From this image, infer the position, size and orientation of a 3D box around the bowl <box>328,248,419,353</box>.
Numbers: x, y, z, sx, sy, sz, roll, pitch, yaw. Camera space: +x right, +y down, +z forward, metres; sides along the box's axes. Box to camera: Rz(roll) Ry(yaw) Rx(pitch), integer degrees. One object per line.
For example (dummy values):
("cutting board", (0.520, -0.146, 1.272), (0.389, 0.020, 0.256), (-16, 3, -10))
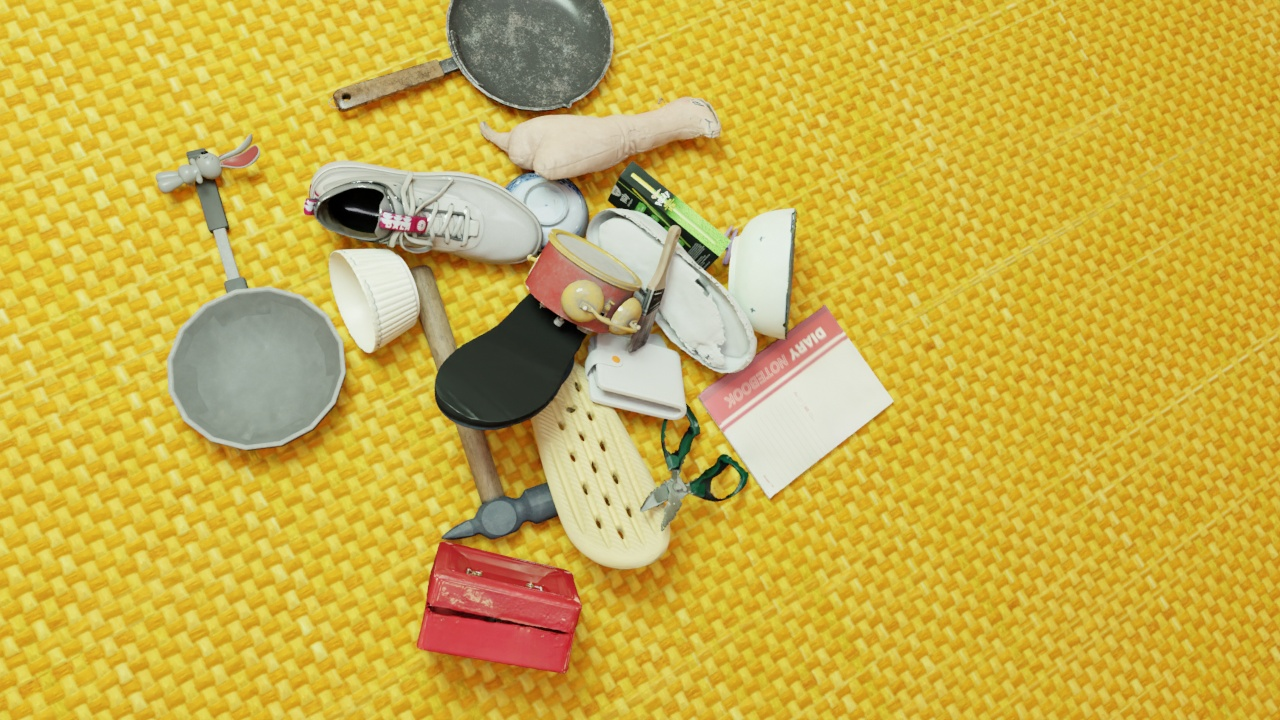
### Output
("bowl", (-0.286, -0.072, 1.000), (0.062, 0.116, 0.115), (-23, 85, -31))

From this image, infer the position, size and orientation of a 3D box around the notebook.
("notebook", (0.192, 0.047, 1.127), (0.208, 0.012, 0.153), (-35, 88, -16))

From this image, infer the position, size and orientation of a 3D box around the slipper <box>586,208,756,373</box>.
("slipper", (0.040, -0.083, 1.076), (0.247, 0.112, 0.074), (45, 43, 9))

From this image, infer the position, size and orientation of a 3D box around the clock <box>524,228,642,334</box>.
("clock", (-0.061, -0.071, 1.008), (0.117, 0.159, 0.081), (17, 112, -43))

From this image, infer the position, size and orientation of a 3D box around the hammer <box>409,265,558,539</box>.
("hammer", (-0.204, 0.044, 1.031), (0.129, 0.040, 0.321), (-18, 83, -11))

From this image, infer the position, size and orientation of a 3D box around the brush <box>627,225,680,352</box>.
("brush", (0.017, -0.080, 1.031), (0.012, 0.038, 0.151), (24, 108, 19))

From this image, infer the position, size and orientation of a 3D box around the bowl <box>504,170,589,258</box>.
("bowl", (-0.113, -0.179, 1.086), (0.114, 0.045, 0.114), (2, 79, -12))

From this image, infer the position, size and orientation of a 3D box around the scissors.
("scissors", (0.039, 0.112, 1.025), (0.209, 0.015, 0.142), (-19, 74, -54))

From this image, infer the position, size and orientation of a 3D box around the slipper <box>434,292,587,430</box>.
("slipper", (-0.136, 0.014, 0.993), (0.109, 0.084, 0.264), (30, 33, 3))

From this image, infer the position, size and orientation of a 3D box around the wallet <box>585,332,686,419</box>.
("wallet", (-0.006, 0.006, 1.062), (0.118, 0.038, 0.115), (14, 44, -20))

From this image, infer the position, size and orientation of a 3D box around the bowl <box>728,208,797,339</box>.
("bowl", (0.144, -0.104, 1.083), (0.073, 0.153, 0.153), (5, 78, 11))

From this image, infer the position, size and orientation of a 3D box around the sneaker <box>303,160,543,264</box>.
("sneaker", (-0.235, -0.155, 1.002), (0.263, 0.128, 0.097), (11, 109, -10))

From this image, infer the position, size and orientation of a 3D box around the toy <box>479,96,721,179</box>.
("toy", (-0.040, -0.284, 1.108), (0.263, 0.065, 0.196), (-29, 50, -30))

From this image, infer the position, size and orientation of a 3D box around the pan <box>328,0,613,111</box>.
("pan", (-0.203, -0.364, 1.106), (0.356, 0.040, 0.207), (-25, 86, -14))

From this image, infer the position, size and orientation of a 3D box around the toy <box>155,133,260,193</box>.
("toy", (-0.472, -0.213, 1.003), (0.111, 0.030, 0.049), (-26, 48, -14))

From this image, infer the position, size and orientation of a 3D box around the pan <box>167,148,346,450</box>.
("pan", (-0.437, -0.070, 1.000), (0.178, 0.041, 0.357), (-18, 78, -15))

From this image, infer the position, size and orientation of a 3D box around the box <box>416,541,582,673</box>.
("box", (-0.149, 0.268, 0.951), (0.157, 0.134, 0.112), (16, 87, -9))

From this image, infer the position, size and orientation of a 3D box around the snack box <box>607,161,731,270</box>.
("snack box", (0.032, -0.168, 1.097), (0.147, 0.080, 0.025), (39, 74, -3))

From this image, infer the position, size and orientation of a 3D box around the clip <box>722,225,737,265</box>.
("clip", (0.109, -0.140, 1.145), (0.052, 0.014, 0.042), (-38, 89, -14))

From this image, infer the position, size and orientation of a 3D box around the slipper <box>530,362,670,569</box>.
("slipper", (-0.059, 0.122, 1.028), (0.111, 0.079, 0.261), (-16, 64, -20))
